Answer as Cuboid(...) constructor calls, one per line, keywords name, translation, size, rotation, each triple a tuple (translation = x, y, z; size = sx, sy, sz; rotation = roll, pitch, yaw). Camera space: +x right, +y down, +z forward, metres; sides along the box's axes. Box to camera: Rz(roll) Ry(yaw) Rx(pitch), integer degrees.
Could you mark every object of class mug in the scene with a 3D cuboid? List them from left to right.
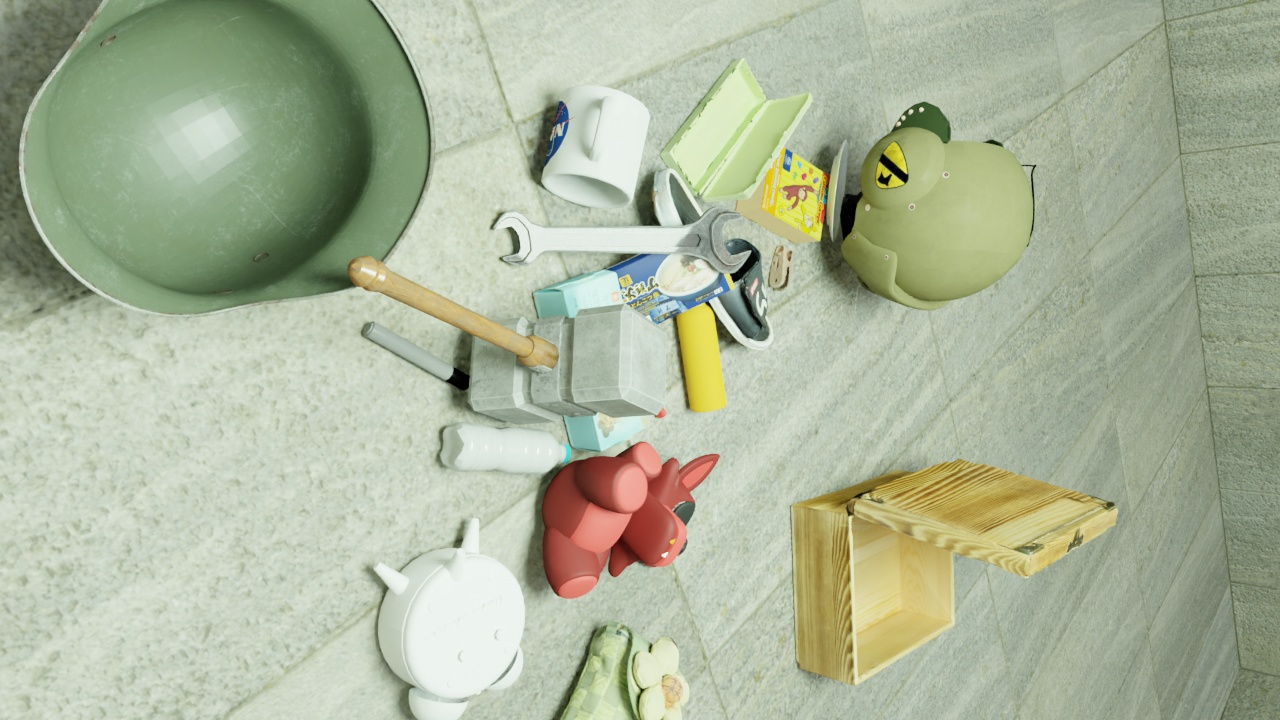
Cuboid(name="mug", translation=(-0.041, -0.211, 0.891), size=(0.091, 0.121, 0.090), rotation=(13, 81, -8))

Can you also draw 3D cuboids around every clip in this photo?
Cuboid(name="clip", translation=(0.180, -0.120, 1.174), size=(0.061, 0.026, 0.049), rotation=(-45, 120, -35))

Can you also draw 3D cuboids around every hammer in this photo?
Cuboid(name="hammer", translation=(-0.116, -0.022, 0.724), size=(0.317, 0.163, 0.082), rotation=(29, 59, -60))

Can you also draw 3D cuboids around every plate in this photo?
Cuboid(name="plate", translation=(0.260, -0.226, 1.222), size=(0.134, 0.011, 0.134), rotation=(9, 89, -74))

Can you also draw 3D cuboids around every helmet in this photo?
Cuboid(name="helmet", translation=(-0.293, -0.142, 0.622), size=(0.267, 0.154, 0.227), rotation=(-51, 128, -36))
Cuboid(name="helmet", translation=(0.364, -0.183, 1.174), size=(0.249, 0.256, 0.232), rotation=(8, 83, -43))

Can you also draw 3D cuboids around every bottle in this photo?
Cuboid(name="bottle", translation=(-0.123, 0.085, 0.872), size=(0.136, 0.044, 0.044), rotation=(10, 85, -44))
Cuboid(name="bottle", translation=(0.068, -0.015, 1.055), size=(0.043, 0.043, 0.144), rotation=(-19, 105, -42))

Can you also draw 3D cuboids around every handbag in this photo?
Cuboid(name="handbag", translation=(-0.014, 0.369, 0.937), size=(0.113, 0.117, 0.186), rotation=(47, 59, -35))

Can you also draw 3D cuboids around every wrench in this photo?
Cuboid(name="wrench", translation=(-0.013, -0.121, 0.921), size=(0.273, 0.010, 0.070), rotation=(-2, 101, -20))

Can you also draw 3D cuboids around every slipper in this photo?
Cuboid(name="slipper", translation=(0.101, -0.112, 1.047), size=(0.264, 0.063, 0.111), rotation=(51, 29, -29))

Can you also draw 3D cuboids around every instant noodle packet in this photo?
Cuboid(name="instant noodle packet", translation=(0.025, -0.084, 0.979), size=(0.134, 0.026, 0.087), rotation=(-26, 115, 3))

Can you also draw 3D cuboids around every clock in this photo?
Cuboid(name="clock", translation=(-0.162, 0.237, 0.819), size=(0.125, 0.073, 0.161), rotation=(-21, 106, -42))

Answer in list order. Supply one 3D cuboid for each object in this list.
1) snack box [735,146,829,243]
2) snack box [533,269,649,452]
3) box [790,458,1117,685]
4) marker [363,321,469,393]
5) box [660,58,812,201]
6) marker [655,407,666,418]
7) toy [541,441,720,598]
Cuboid(name="snack box", translation=(0.181, -0.211, 1.160), size=(0.125, 0.040, 0.088), rotation=(17, 79, -43))
Cuboid(name="snack box", translation=(-0.048, 0.000, 0.937), size=(0.074, 0.053, 0.175), rotation=(-25, 109, -42))
Cuboid(name="box", translation=(0.410, 0.262, 1.202), size=(0.278, 0.337, 0.286), rotation=(-8, 95, -42))
Cuboid(name="marker", translation=(-0.188, 0.003, 0.826), size=(0.140, 0.016, 0.016), rotation=(35, 68, -39))
Cuboid(name="box", translation=(0.112, -0.273, 1.065), size=(0.082, 0.098, 0.187), rotation=(52, 55, -32))
Cuboid(name="marker", translation=(-0.006, 0.006, 1.006), size=(0.012, 0.013, 0.142), rotation=(-47, 121, -33))
Cuboid(name="toy", translation=(-0.007, 0.159, 0.939), size=(0.197, 0.120, 0.158), rotation=(11, 109, -48))
